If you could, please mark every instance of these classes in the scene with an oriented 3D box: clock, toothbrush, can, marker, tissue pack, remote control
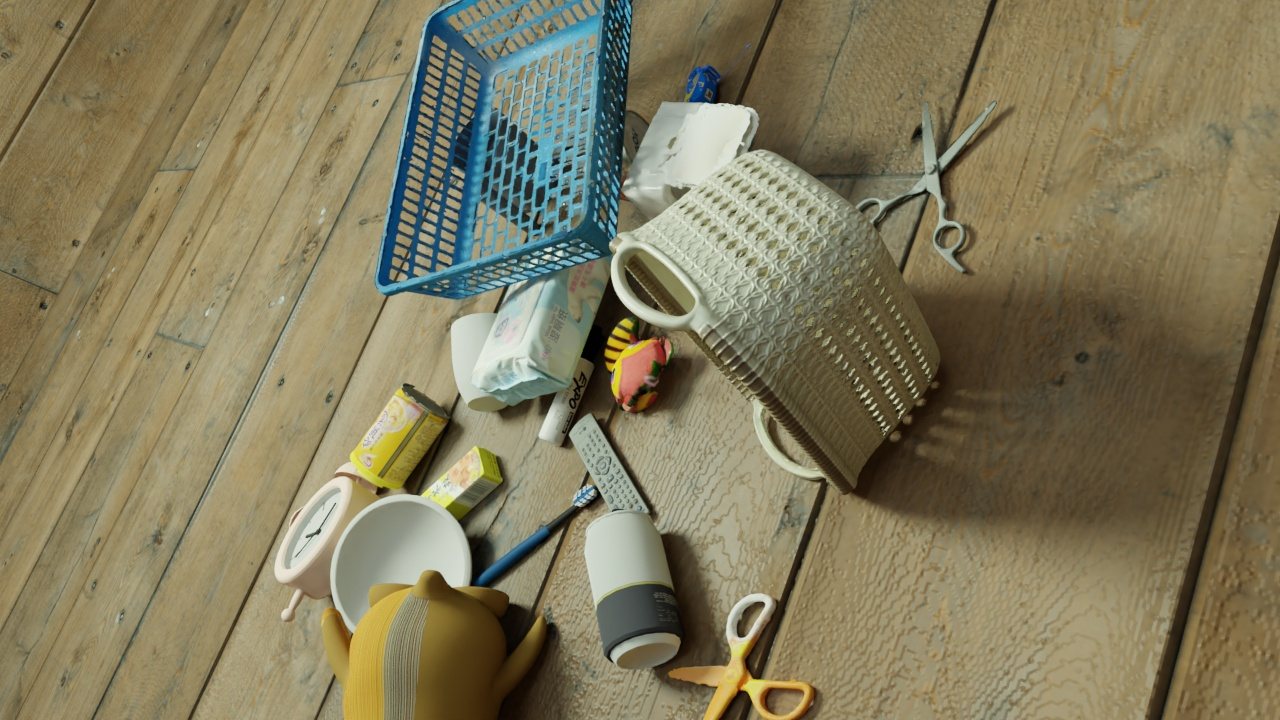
[{"bbox_3d":[-0.340,0.201,1.030,0.131,0.086,0.160,-43,36,13],"label":"clock"},{"bbox_3d":[-0.101,0.169,0.868,0.168,0.014,0.014,-40,57,17],"label":"toothbrush"},{"bbox_3d":[-0.013,-0.213,0.956,0.043,0.086,0.086,-21,54,32],"label":"can"},{"bbox_3d":[-0.066,0.023,0.912,0.025,0.025,0.125,11,75,45],"label":"marker"},{"bbox_3d":[-0.098,-0.045,0.925,0.112,0.070,0.181,-20,46,51],"label":"tissue pack"},{"bbox_3d":[-0.030,0.101,0.842,0.033,0.013,0.136,-46,44,12],"label":"remote control"},{"bbox_3d":[-0.008,0.178,0.741,0.064,0.064,0.127,-34,48,23],"label":"can"},{"bbox_3d":[-0.269,0.086,1.027,0.105,0.067,0.067,-54,43,3],"label":"can"}]

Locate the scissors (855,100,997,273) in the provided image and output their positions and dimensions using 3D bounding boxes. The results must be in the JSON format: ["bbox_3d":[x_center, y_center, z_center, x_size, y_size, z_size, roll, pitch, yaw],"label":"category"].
[{"bbox_3d":[0.238,-0.139,0.740,0.142,0.014,0.173,-34,49,28],"label":"scissors"}]

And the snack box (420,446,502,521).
[{"bbox_3d":[-0.207,0.151,0.962,0.148,0.029,0.040,-42,45,16],"label":"snack box"}]

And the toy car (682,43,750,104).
[{"bbox_3d":[0.078,-0.281,0.949,0.062,0.033,0.092,-3,65,49],"label":"toy car"}]

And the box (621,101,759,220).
[{"bbox_3d":[0.066,-0.180,0.839,0.137,0.126,0.108,12,74,43],"label":"box"}]

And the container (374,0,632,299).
[{"bbox_3d":[-0.121,-0.232,0.923,0.258,0.089,0.361,-12,62,30],"label":"container"}]

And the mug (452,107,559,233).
[{"bbox_3d":[-0.157,-0.217,1.074,0.084,0.104,0.123,-25,52,29],"label":"mug"}]

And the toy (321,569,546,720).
[{"bbox_3d":[-0.185,0.299,0.790,0.198,0.163,0.203,2,64,-1],"label":"toy"}]

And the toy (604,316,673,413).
[{"bbox_3d":[-0.005,0.005,0.853,0.084,0.046,0.103,-66,28,24],"label":"toy"}]

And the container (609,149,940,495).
[{"bbox_3d":[0.100,-0.025,0.643,0.143,0.246,0.184,-43,48,2],"label":"container"}]

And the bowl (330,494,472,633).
[{"bbox_3d":[-0.232,0.211,0.919,0.150,0.043,0.149,-3,76,12],"label":"bowl"}]

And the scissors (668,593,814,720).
[{"bbox_3d":[0.072,0.228,0.680,0.126,0.011,0.127,-11,58,36],"label":"scissors"}]

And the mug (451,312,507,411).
[{"bbox_3d":[-0.172,0.013,0.993,0.107,0.071,0.089,135,134,-54],"label":"mug"}]
